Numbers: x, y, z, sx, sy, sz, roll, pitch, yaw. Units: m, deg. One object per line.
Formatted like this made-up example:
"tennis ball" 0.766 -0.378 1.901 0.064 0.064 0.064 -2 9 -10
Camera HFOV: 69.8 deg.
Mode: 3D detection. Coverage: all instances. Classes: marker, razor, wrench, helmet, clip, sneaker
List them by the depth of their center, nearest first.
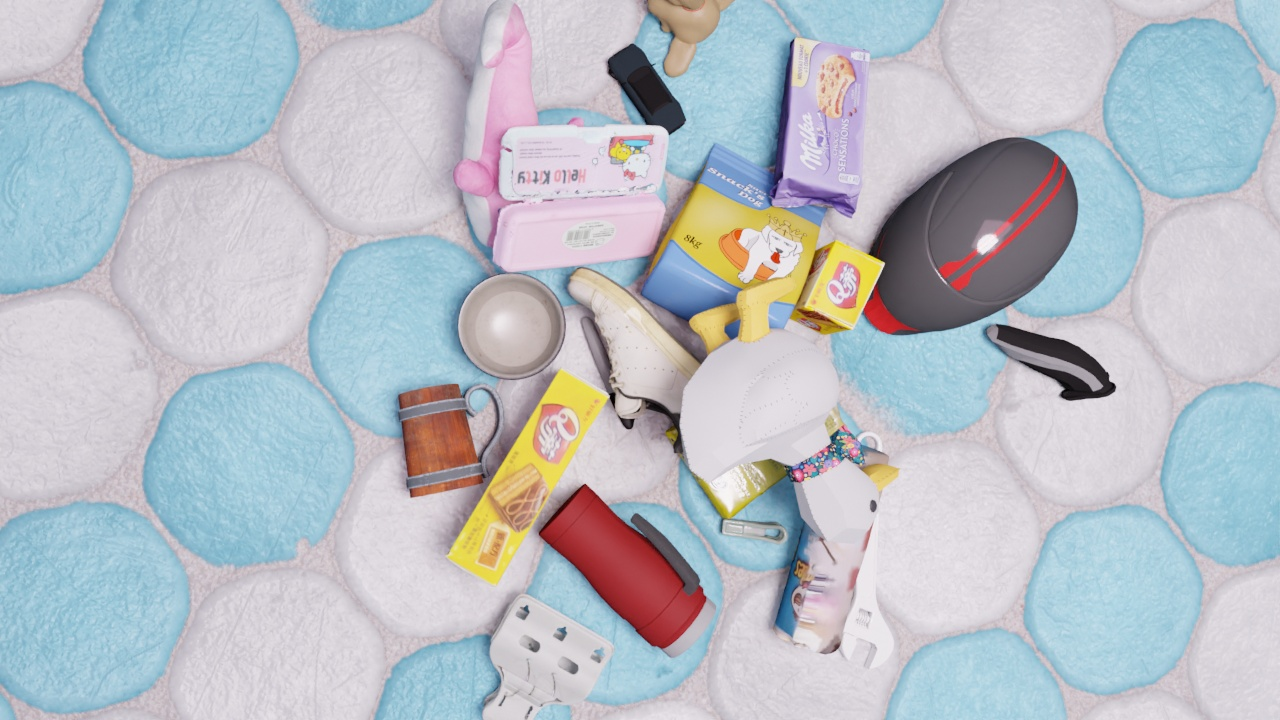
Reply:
"sneaker" -0.006 0.006 1.001 0.241 0.089 0.102 44 86 10
"helmet" 0.372 -0.136 1.012 0.264 0.170 0.164 -44 93 -6
"clip" -0.115 0.340 1.016 0.126 0.091 0.151 31 100 -2
"marker" -0.036 0.013 1.046 0.022 0.016 0.138 -22 90 -37
"clip" 0.130 0.194 1.049 0.074 0.035 0.023 7 89 1
"wrench" 0.263 0.219 1.068 0.066 0.018 0.273 2 87 -6
"razor" 0.480 -0.004 1.080 0.156 0.057 0.060 33 117 -4

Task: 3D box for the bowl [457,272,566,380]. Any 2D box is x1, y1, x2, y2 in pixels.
"bowl" -0.141 -0.036 1.013 0.115 0.059 0.115 0 88 -6

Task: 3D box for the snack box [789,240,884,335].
"snack box" 0.213 -0.079 1.026 0.061 0.106 0.083 26 86 -5

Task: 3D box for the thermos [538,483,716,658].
"thermos" -0.007 0.223 1.000 0.198 0.083 0.108 43 122 -1

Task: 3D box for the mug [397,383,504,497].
"mug" -0.203 0.083 1.001 0.117 0.082 0.111 -10 85 -24

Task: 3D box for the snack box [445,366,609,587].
"snack box" -0.119 0.121 0.985 0.061 0.110 0.230 31 86 -3

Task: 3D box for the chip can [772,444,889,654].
"chip can" 0.212 0.205 1.016 0.080 0.080 0.229 14 96 -5

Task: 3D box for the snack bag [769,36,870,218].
"snack bag" 0.203 -0.264 1.042 0.096 0.058 0.205 10 78 -9

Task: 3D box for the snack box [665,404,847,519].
"snack box" 0.134 0.080 1.046 0.180 0.045 0.121 -34 89 -9

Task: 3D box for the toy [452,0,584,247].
"toy" -0.124 -0.236 0.960 0.128 0.186 0.266 5 125 -2

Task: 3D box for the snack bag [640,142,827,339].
"snack bag" 0.114 -0.134 1.030 0.159 0.102 0.204 28 66 -4

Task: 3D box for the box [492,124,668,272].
"box" -0.057 -0.169 0.967 0.200 0.045 0.155 -11 130 -33

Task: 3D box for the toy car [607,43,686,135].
"toy car" 0.008 -0.308 1.048 0.046 0.034 0.112 -35 92 -6

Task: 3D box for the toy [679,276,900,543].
"toy" 0.134 0.061 0.888 0.246 0.141 0.267 -15 82 -39

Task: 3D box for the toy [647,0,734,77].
"toy" 0.051 -0.404 1.024 0.106 0.108 0.134 33 85 13
